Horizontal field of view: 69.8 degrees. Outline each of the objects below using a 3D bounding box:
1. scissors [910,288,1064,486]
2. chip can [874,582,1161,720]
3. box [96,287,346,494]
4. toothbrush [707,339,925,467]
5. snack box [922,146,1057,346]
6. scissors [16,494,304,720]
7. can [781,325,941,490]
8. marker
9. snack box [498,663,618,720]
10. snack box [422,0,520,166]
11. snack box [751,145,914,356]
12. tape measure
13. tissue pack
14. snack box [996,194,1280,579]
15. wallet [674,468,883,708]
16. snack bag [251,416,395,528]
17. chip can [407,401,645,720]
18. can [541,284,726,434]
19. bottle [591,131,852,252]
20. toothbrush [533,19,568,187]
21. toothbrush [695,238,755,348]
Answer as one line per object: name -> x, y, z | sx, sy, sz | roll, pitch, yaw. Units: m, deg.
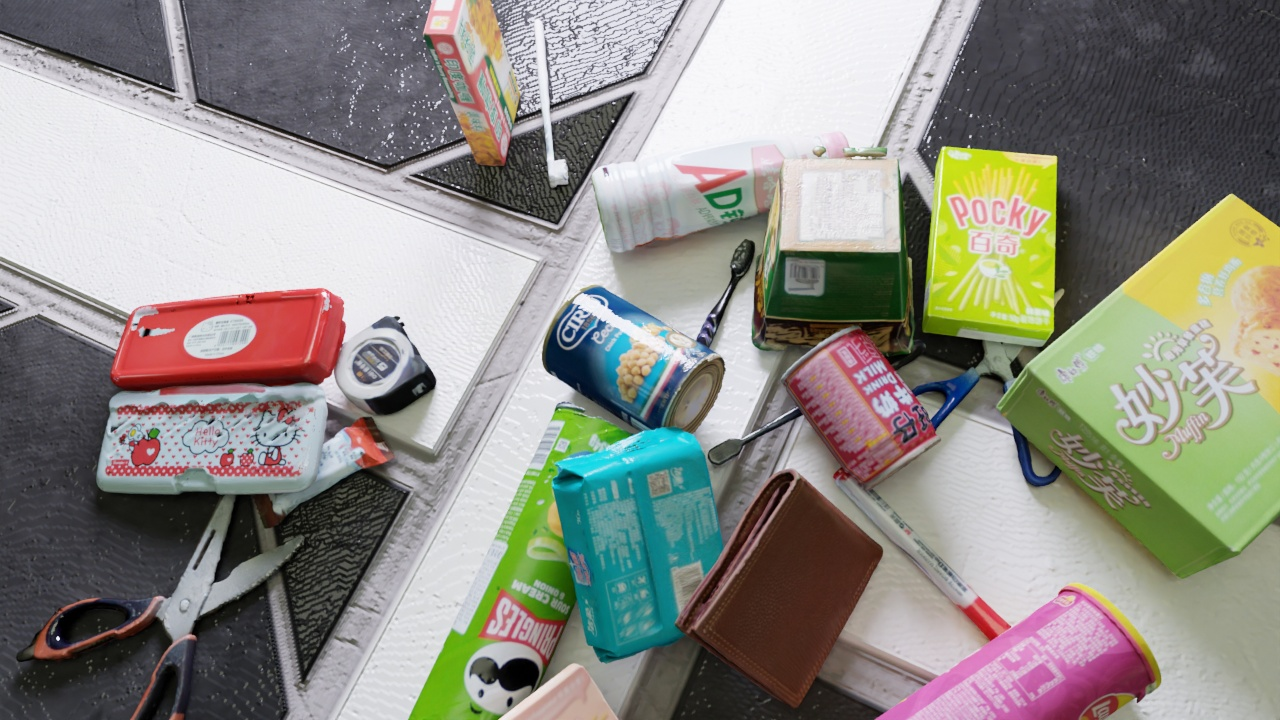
scissors -> 0.248, 0.014, 0.648 | 0.174, 0.012, 0.162 | -26, 64, -4
chip can -> 0.192, 0.217, 0.536 | 0.210, 0.071, 0.071 | -32, 66, -5
box -> -0.322, 0.024, 0.695 | 0.201, 0.039, 0.157 | -3, 65, 19
toothbrush -> 0.127, 0.030, 0.657 | 0.181, 0.018, 0.015 | -28, 65, -7
snack box -> 0.258, -0.087, 0.676 | 0.086, 0.026, 0.156 | 9, 64, 11
scissors -> -0.337, 0.194, 0.651 | 0.225, 0.015, 0.189 | -21, 65, -1
can -> 0.147, 0.032, 0.612 | 0.066, 0.066, 0.093 | -32, 74, -6
marker -> 0.183, 0.125, 0.606 | 0.017, 0.017, 0.145 | -39, 67, -10
snack box -> -0.028, 0.267, 0.533 | 0.084, 0.026, 0.157 | -32, 85, -22
snack box -> -0.130, -0.232, 0.728 | 0.027, 0.156, 0.077 | 5, 67, 8
snack box -> 0.137, -0.078, 0.647 | 0.118, 0.106, 0.117 | 1, 63, 10
tape measure -> -0.199, 0.007, 0.703 | 0.066, 0.034, 0.065 | -32, 64, -9
tissue pack -> 0.001, 0.114, 0.580 | 0.093, 0.050, 0.133 | -12, 93, -26
snack box -> 0.367, 0.012, 0.592 | 0.209, 0.070, 0.157 | -36, 67, -13
wallet -> 0.093, 0.143, 0.577 | 0.101, 0.032, 0.124 | 41, 75, -23
snack bag -> -0.237, 0.082, 0.679 | 0.104, 0.026, 0.048 | -34, 59, -6
chip can -> -0.074, 0.146, 0.604 | 0.072, 0.072, 0.235 | 19, 70, 15
can -> -0.004, 0.004, 0.647 | 0.111, 0.075, 0.075 | 31, 74, 25
bottle -> 0.063, -0.137, 0.711 | 0.197, 0.068, 0.068 | -14, 65, -1
toothbrush -> -0.079, -0.227, 0.797 | 0.016, 0.016, 0.180 | -7, 66, -3
toothbrush -> 0.046, -0.014, 0.687 | 0.014, 0.017, 0.188 | 20, 72, 22
